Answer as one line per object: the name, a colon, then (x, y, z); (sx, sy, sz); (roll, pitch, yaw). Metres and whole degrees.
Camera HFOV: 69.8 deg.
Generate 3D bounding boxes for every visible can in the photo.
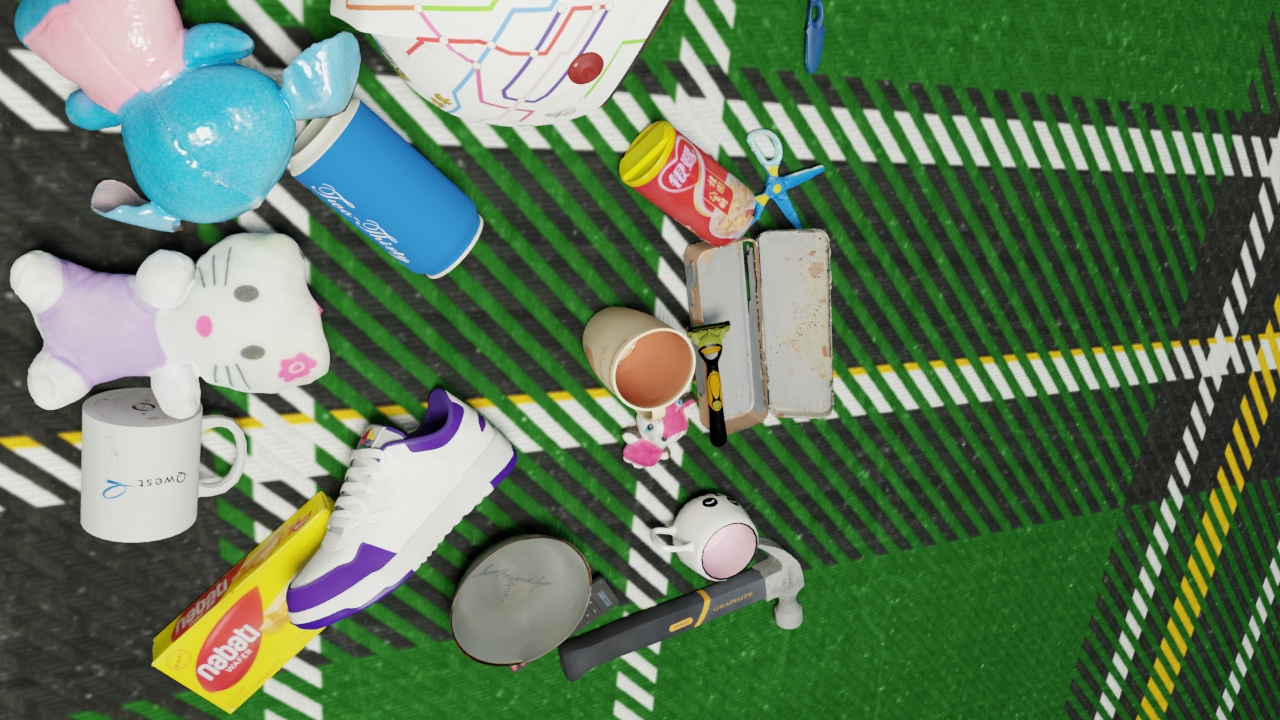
can: (0.046, -0.165, 0.865); (0.124, 0.067, 0.067); (31, 94, -33)
can: (-0.204, -0.138, 0.742); (0.079, 0.079, 0.146); (-49, 123, -2)

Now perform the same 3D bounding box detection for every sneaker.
sneaker: (-0.224, 0.119, 0.804); (0.243, 0.092, 0.111); (-44, 110, -30)

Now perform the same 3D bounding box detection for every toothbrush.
toothbrush: (0.168, -0.345, 0.885); (0.021, 0.016, 0.132); (-12, 114, -20)

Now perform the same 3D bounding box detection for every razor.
razor: (0.076, 0.027, 0.947); (0.044, 0.021, 0.144); (-9, 117, -4)

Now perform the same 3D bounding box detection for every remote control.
remote control: (-0.092, 0.287, 1.005); (0.140, 0.021, 0.045); (-33, 120, -6)

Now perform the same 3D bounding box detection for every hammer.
hammer: (0.053, 0.302, 1.078); (0.312, 0.035, 0.139); (-17, 115, -20)

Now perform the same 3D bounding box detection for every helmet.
helmet: (-0.080, -0.325, 0.639); (0.236, 0.231, 0.315); (27, 102, -29)

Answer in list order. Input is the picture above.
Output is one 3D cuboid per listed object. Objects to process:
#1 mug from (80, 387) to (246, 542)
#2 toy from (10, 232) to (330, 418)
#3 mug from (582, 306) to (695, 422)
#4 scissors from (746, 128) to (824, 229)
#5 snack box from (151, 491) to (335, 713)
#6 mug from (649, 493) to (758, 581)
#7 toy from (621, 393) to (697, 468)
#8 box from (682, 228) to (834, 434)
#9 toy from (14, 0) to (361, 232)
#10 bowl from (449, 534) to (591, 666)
mug: (-0.381, 0.081, 0.740); (0.119, 0.083, 0.096); (-1, 110, -36)
toy: (-0.352, -0.027, 0.707); (0.209, 0.085, 0.138); (-6, 103, -20)
mug: (-0.005, 0.005, 0.886); (0.085, 0.104, 0.111); (-23, 119, -17)
scissors: (0.135, -0.182, 0.939); (0.125, 0.014, 0.131); (-23, 121, -16)
snack box: (-0.335, 0.221, 0.841); (0.200, 0.042, 0.092); (-42, 121, -7)
mug: (0.065, 0.193, 1.013); (0.123, 0.076, 0.090); (2, 109, -28)
toy: (0.022, 0.075, 0.963); (0.065, 0.050, 0.102); (25, 102, -37)
box: (0.128, -0.029, 0.965); (0.157, 0.071, 0.217); (-5, 115, 6)
toy: (-0.317, -0.195, 0.637); (0.224, 0.098, 0.191); (-29, 114, 9)
bowl: (-0.129, 0.235, 0.943); (0.150, 0.057, 0.151); (-10, 114, -24)
